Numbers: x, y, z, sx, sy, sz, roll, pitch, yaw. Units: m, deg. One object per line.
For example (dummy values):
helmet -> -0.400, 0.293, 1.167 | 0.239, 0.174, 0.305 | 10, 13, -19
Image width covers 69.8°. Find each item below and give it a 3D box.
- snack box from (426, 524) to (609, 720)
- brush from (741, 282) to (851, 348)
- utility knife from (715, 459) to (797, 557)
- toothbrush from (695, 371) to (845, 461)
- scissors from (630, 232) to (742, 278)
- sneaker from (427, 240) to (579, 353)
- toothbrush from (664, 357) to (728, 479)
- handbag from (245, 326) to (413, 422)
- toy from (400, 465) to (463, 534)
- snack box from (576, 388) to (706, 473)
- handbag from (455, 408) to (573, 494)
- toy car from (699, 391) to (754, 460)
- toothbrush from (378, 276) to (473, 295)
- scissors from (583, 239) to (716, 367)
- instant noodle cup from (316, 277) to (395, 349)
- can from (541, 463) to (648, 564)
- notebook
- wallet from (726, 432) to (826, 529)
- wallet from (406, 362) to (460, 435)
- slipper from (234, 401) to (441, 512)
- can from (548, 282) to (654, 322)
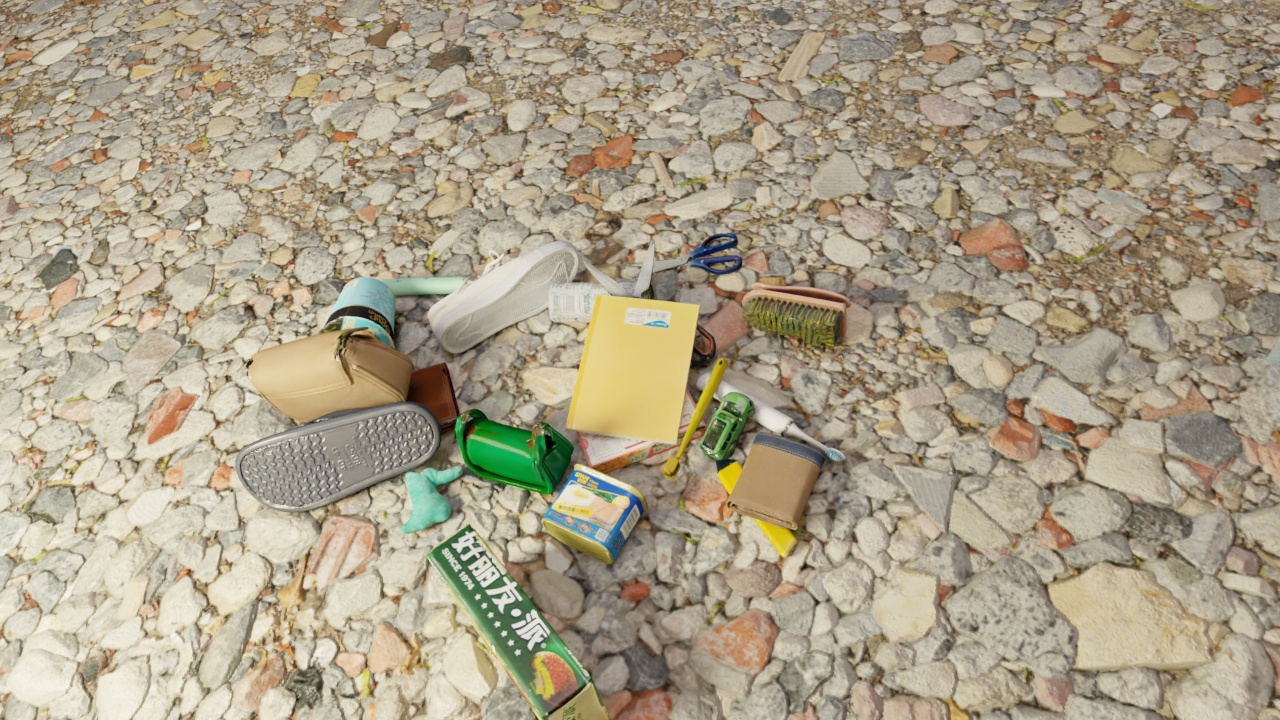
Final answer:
snack box -> -0.132, 0.293, 0.981 | 0.063, 0.115, 0.240 | -34, 54, -18
brush -> 0.209, -0.069, 1.250 | 0.146, 0.063, 0.072 | 13, 58, 23
utility knife -> 0.136, 0.173, 1.094 | 0.033, 0.015, 0.153 | -30, 52, -8
toothbrush -> 0.163, 0.073, 1.165 | 0.221, 0.027, 0.026 | 30, 24, 30
scissors -> 0.071, -0.158, 1.384 | 0.171, 0.012, 0.140 | 16, 57, 23
sneaker -> -0.204, -0.107, 1.351 | 0.242, 0.089, 0.090 | -33, 48, -9
toothbrush -> 0.071, 0.069, 1.156 | 0.016, 0.017, 0.189 | 16, 56, 20
handbag -> -0.411, 0.016, 1.225 | 0.205, 0.148, 0.099 | -10, 59, 22
toy -> -0.267, 0.169, 1.166 | 0.096, 0.030, 0.092 | -19, 52, -13
snack box -> -0.001, 0.088, 1.182 | 0.155, 0.027, 0.077 | -20, 50, -6
handbag -> -0.155, 0.107, 1.137 | 0.131, 0.120, 0.067 | 13, 60, 18
toy car -> 0.108, 0.081, 1.152 | 0.043, 0.036, 0.091 | 23, 78, 29
toothbrush -> -0.298, -0.116, 1.409 | 0.225, 0.026, 0.027 | -1, 29, 10
scissors -> 0.002, -0.055, 1.255 | 0.221, 0.022, 0.234 | 24, 79, 6
instant noodle cup -> -0.404, -0.056, 1.338 | 0.111, 0.111, 0.120 | -8, 41, 4
can -> -0.055, 0.183, 1.096 | 0.102, 0.057, 0.083 | 20, 60, 25
notebook -> -0.007, 0.007, 1.199 | 0.146, 0.010, 0.205 | 6, 62, 9
wallet -> 0.162, 0.142, 1.089 | 0.090, 0.033, 0.115 | 17, 47, 16
wallet -> -0.305, 0.060, 1.263 | 0.101, 0.032, 0.124 | -21, 49, -3
slipper -> -0.386, 0.118, 1.199 | 0.268, 0.111, 0.083 | -17, 14, 1
can -> -0.056, -0.083, 1.315 | 0.147, 0.058, 0.058 | 1, 51, 11
